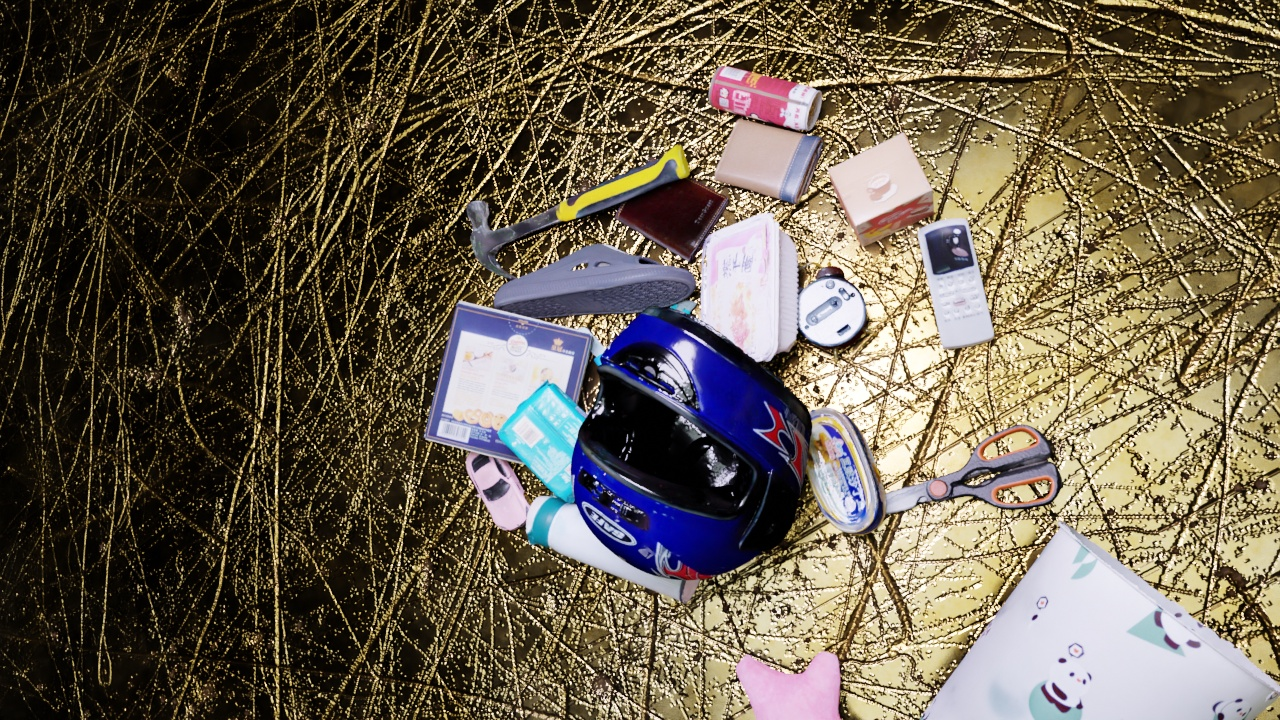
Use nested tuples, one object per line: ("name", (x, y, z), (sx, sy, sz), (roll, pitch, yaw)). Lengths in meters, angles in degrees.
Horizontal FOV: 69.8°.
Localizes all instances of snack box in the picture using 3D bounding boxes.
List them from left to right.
("snack box", (-0.166, 0.033, 1.173), (0.178, 0.046, 0.182), (14, 89, 4))
("snack box", (0.280, -0.195, 1.063), (0.093, 0.094, 0.077), (-25, 75, 13))

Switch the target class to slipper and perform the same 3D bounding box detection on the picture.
("slipper", (-0.064, -0.109, 1.162), (0.269, 0.110, 0.083), (-6, 75, 22))

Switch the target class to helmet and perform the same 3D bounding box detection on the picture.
("helmet", (0.041, 0.107, 0.976), (0.247, 0.315, 0.240), (28, 82, 30))

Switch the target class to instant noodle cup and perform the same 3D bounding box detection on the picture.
("instant noodle cup", (0.133, -0.075, 1.089), (0.138, 0.060, 0.173), (-12, 72, 56))

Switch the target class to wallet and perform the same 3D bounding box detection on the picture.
("wallet", (0.040, -0.195, 1.187), (0.122, 0.020, 0.096), (32, 92, 18))
("wallet", (0.160, -0.250, 1.147), (0.115, 0.033, 0.090), (20, 86, 22))

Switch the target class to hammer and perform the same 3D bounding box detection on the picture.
("hammer", (-0.085, -0.198, 1.206), (0.324, 0.031, 0.126), (-18, 78, 22))

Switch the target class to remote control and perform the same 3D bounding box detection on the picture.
("remote control", (0.362, -0.089, 1.057), (0.058, 0.021, 0.150), (-13, 78, 16))

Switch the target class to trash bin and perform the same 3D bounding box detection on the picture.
("trash bin", (0.418, 0.323, 0.873), (0.229, 0.229, 0.252), (39, 100, 20))

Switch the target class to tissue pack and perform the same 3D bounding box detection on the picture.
("tissue pack", (-0.099, 0.099, 1.120), (0.093, 0.050, 0.133), (-45, 87, 2))

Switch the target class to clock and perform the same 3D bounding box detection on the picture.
("clock", (0.220, -0.063, 1.084), (0.082, 0.055, 0.122), (-36, 71, 11))

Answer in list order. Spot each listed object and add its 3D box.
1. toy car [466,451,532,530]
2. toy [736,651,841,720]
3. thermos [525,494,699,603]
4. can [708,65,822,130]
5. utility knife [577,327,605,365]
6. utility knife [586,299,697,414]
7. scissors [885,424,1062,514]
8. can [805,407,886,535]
("toy car", (-0.186, 0.164, 1.197), (0.056, 0.037, 0.122), (-36, 73, 12))
("toy", (0.168, 0.415, 1.018), (0.179, 0.074, 0.194), (-36, 68, 21))
("thermos", (-0.035, 0.223, 1.121), (0.224, 0.073, 0.073), (17, 87, 21))
("can", (0.156, -0.328, 1.148), (0.133, 0.053, 0.053), (21, 88, 21))
("utility knife", (-0.022, 0.024, 1.173), (0.034, 0.018, 0.194), (-46, 69, 7))
("utility knife", (-0.007, 0.007, 1.156), (0.029, 0.013, 0.223), (37, 85, 25))
("scissors", (0.346, 0.129, 1.034), (0.235, 0.021, 0.142), (2, 74, 26))
("can", (0.229, 0.126, 1.048), (0.075, 0.049, 0.148), (-23, 71, 19))
